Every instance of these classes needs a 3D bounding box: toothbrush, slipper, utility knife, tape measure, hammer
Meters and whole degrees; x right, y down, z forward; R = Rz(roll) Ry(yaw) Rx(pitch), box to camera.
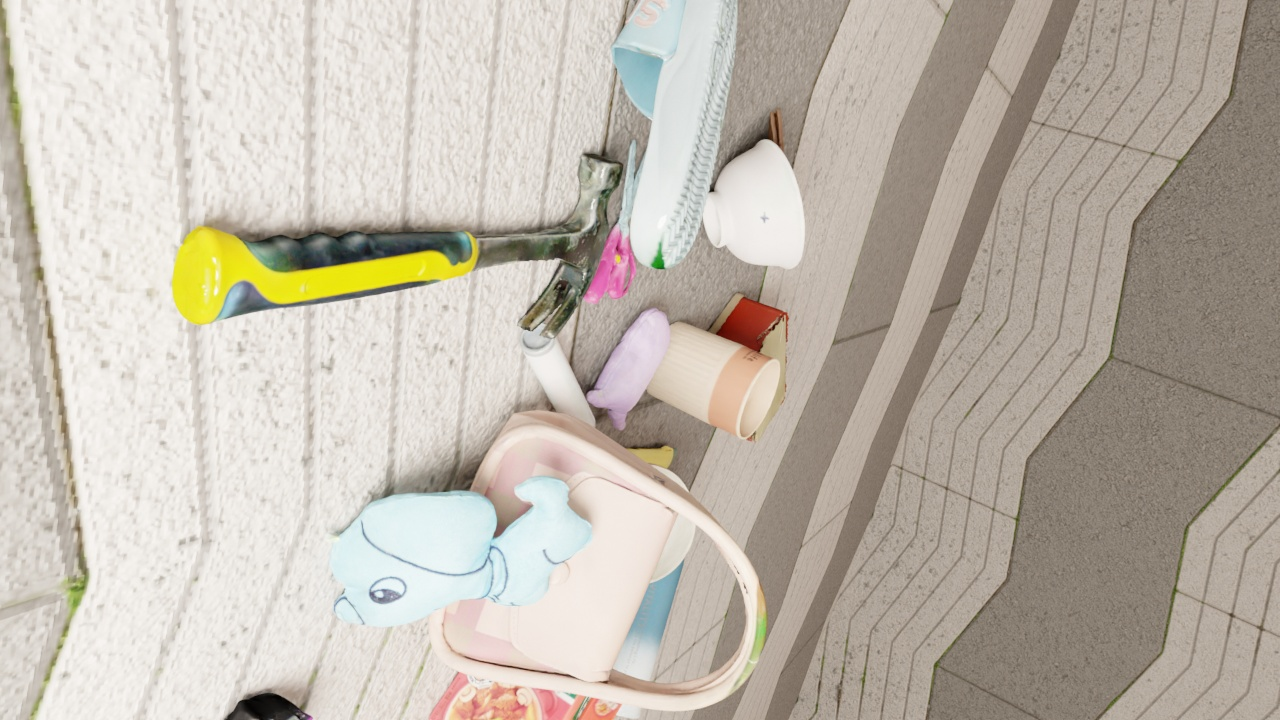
[{"bbox_3d":[-0.054,0.039,0.742,0.027,0.026,0.221,-19,147,0],"label":"toothbrush"},{"bbox_3d":[0.018,-0.181,0.621,0.104,0.074,0.245,48,51,-73],"label":"slipper"},{"bbox_3d":[-0.002,0.099,0.919,0.173,0.019,0.031,11,98,-67],"label":"utility knife"},{"bbox_3d":[-0.226,0.232,0.550,0.057,0.039,0.058,-63,156,-7],"label":"tape measure"},{"bbox_3d":[-0.112,-0.057,0.525,0.322,0.032,0.126,-20,129,-59],"label":"hammer"}]

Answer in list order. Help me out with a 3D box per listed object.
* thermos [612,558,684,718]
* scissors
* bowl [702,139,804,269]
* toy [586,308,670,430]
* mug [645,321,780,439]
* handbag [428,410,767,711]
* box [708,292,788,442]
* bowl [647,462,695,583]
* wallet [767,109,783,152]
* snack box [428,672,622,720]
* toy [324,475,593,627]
[{"bbox_3d":[0.000,0.266,0.986,0.070,0.070,0.220,41,64,-65],"label":"thermos"},{"bbox_3d":[-0.009,-0.106,0.717,0.096,0.017,0.137,22,88,-65],"label":"scissors"},{"bbox_3d":[0.093,-0.132,0.823,0.064,0.118,0.118,-15,138,-10],"label":"bowl"},{"bbox_3d":[-0.005,0.005,0.797,0.108,0.039,0.084,-62,156,-15],"label":"toy"},{"bbox_3d":[0.072,0.022,0.890,0.081,0.106,0.114,-62,156,-9],"label":"mug"},{"bbox_3d":[-0.022,0.159,0.660,0.093,0.234,0.193,-21,133,-77],"label":"handbag"},{"bbox_3d":[0.126,0.016,1.029,0.091,0.079,0.168,-53,153,-28],"label":"box"},{"bbox_3d":[-0.011,0.149,0.869,0.113,0.113,0.062,-62,-161,-8],"label":"bowl"},{"bbox_3d":[0.132,-0.168,0.888,0.115,0.020,0.101,82,8,-47],"label":"wallet"},{"bbox_3d":[-0.092,0.289,0.774,0.113,0.127,0.044,-56,154,-23],"label":"snack box"},{"bbox_3d":[-0.121,0.123,0.587,0.156,0.049,0.161,34,106,-30],"label":"toy"}]
